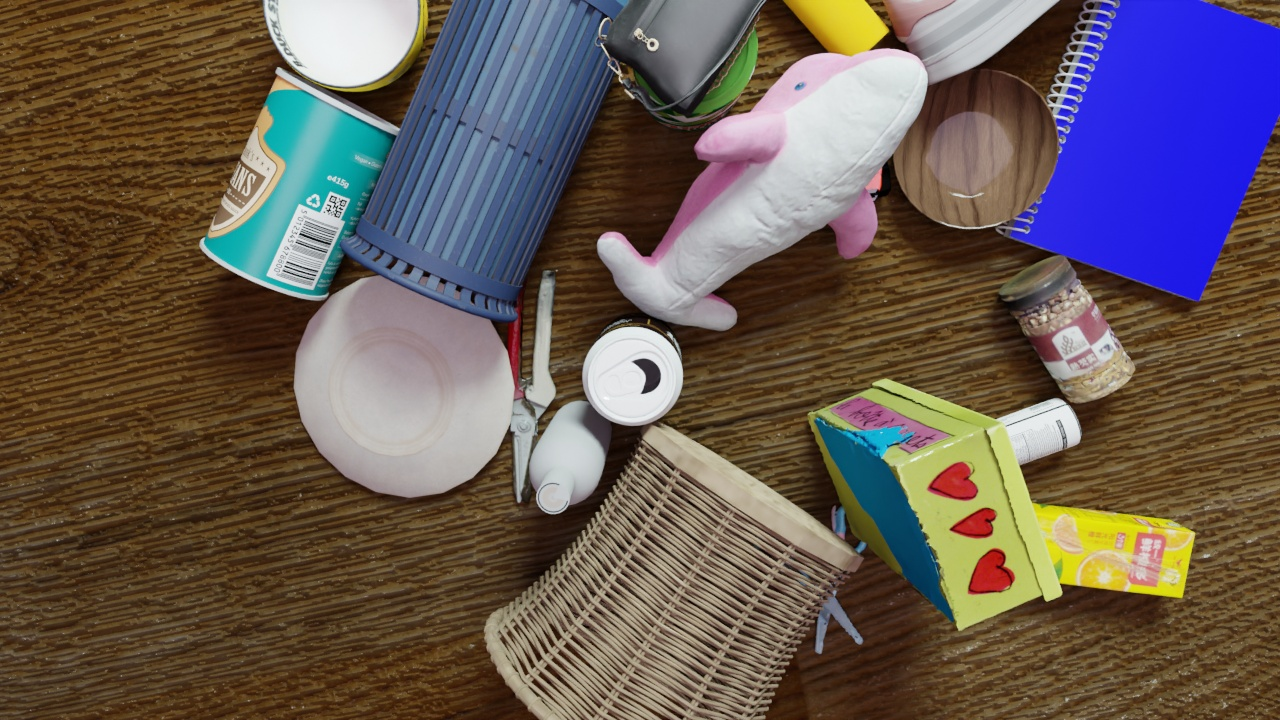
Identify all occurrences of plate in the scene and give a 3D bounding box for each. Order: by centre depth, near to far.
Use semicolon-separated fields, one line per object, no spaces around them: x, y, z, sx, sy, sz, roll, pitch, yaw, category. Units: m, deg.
-0.199;0.024;0.752;0.189;0.027;0.189;1;99;6;plate

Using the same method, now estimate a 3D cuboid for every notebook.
0.395;-0.173;0.714;0.171;0.022;0.209;18;99;-2;notebook

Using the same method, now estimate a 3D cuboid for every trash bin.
-0.106;-0.169;0.674;0.139;0.139;0.249;25;97;-2;trash bin

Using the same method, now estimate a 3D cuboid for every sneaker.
0.276;-0.309;0.659;0.236;0.099;0.089;-41;109;9;sneaker

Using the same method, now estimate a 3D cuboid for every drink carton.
0.375;0.154;0.752;0.134;0.043;0.058;7;98;0;drink carton

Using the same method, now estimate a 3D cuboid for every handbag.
0.030;-0.215;0.557;0.079;0.054;0.128;35;101;0;handbag

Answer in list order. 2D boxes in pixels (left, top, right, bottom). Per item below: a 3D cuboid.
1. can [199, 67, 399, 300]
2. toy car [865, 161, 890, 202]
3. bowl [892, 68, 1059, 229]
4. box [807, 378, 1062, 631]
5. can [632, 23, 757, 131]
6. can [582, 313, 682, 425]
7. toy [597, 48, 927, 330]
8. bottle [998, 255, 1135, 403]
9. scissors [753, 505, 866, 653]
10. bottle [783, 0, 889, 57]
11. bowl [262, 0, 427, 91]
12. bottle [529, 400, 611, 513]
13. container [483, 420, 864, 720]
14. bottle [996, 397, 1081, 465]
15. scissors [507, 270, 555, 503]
-0.258;-0.133;0.702;0.099;0.099;0.144;28;98;-2;can
0.165;-0.171;0.707;0.051;0.048;0.100;-7;98;3;toy car
0.256;-0.161;0.709;0.119;0.032;0.119;1;96;11;bowl
0.199;0.092;0.657;0.079;0.221;0.124;-23;95;-3;box
0.036;-0.211;0.657;0.083;0.144;0.083;0;99;1;can
-0.004;0.004;0.699;0.072;0.128;0.072;0;98;2;can
0.088;-0.136;0.675;0.186;0.127;0.266;26;123;-38;toy
0.334;-0.024;0.720;0.056;0.056;0.105;-34;96;6;bottle
0.143;0.185;0.779;0.118;0.015;0.139;7;93;1;scissors
0.124;-0.288;0.694;0.043;0.043;0.143;-43;95;7;bottle
-0.216;-0.262;0.697;0.117;0.067;0.117;0;98;1;bowl
-0.053;0.073;0.677;0.052;0.195;0.052;0;98;2;bottle
0.032;0.176;0.686;0.227;0.227;0.196;32;91;-3;container
0.291;0.068;0.743;0.116;0.041;0.041;-21;97;5;bottle
-0.101;0.021;0.762;0.140;0.015;0.189;35;98;-5;scissors
